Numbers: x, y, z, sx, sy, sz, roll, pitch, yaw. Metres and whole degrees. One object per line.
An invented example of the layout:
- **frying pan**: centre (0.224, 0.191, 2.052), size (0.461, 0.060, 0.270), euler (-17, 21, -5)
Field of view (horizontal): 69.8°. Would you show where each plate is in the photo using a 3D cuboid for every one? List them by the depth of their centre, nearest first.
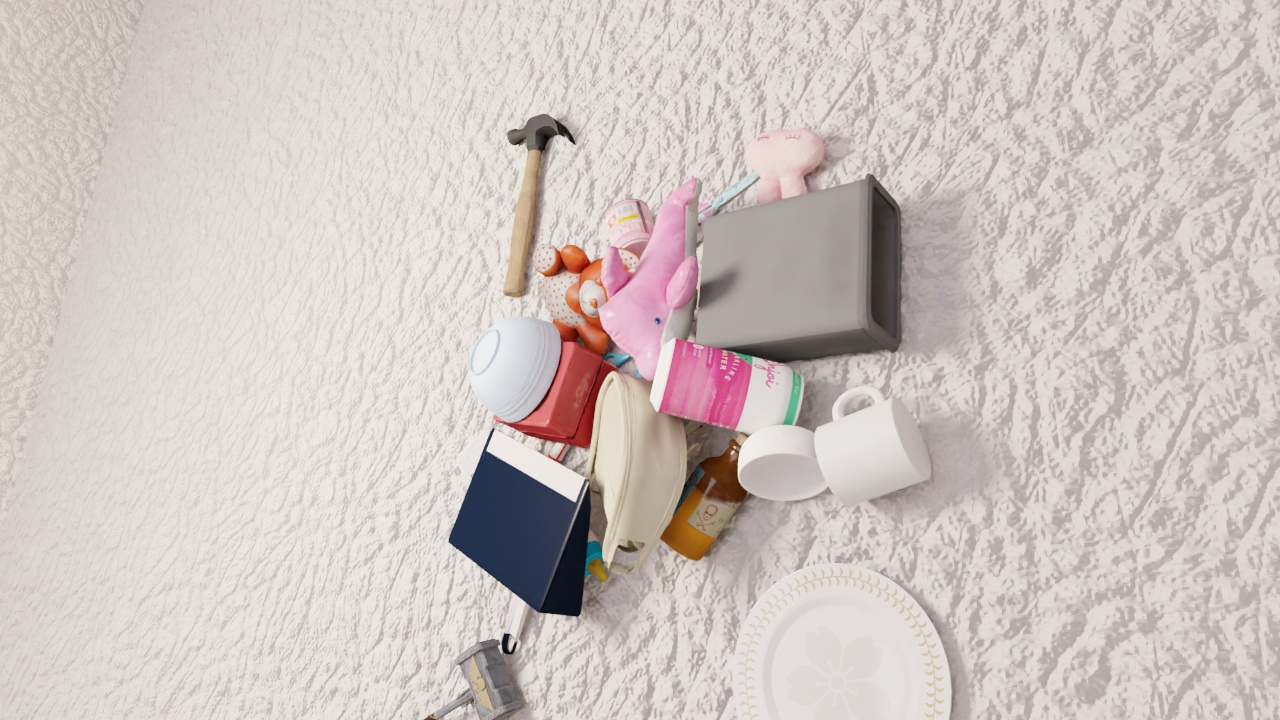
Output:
- **plate**: centre (0.206, 0.336, 0.962), size (0.243, 0.016, 0.242), euler (-14, 65, 32)

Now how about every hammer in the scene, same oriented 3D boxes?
- **hammer**: centre (-0.295, 0.497, 1.259), size (0.323, 0.044, 0.098), euler (-38, 66, 25)
- **hammer**: centre (-0.178, -0.249, 1.466), size (0.133, 0.040, 0.305), euler (-7, 70, 39)

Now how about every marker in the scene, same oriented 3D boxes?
- **marker**: centre (-0.097, 0.100, 1.279), size (0.019, 0.019, 0.145), euler (36, 96, 40)

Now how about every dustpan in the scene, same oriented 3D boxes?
- **dustpan**: centre (-0.156, 0.257, 1.214), size (0.236, 0.080, 0.273), euler (19, 88, 49)

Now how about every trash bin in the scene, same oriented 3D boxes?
- **trash bin**: centre (0.187, -0.098, 1.092), size (0.220, 0.097, 0.191), euler (-8, 68, 36)

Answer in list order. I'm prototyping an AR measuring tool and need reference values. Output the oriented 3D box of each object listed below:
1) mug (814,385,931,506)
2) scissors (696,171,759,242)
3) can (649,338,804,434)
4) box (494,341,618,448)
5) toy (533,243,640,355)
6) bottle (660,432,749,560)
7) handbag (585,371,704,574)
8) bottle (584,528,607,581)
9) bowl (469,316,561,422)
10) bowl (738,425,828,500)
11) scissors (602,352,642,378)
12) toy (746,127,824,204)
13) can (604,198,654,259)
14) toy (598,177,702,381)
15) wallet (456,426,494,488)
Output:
- **mug**: centre (0.244, 0.084, 0.981), size (0.090, 0.091, 0.121), euler (-26, 60, 27)
- **scissors**: centre (0.101, -0.211, 1.255), size (0.174, 0.017, 0.076), euler (-32, 53, 19)
- **can**: centre (0.099, 0.033, 1.065), size (0.166, 0.088, 0.088), euler (13, 79, 0)
- **box**: centre (-0.116, 0.048, 1.261), size (0.159, 0.086, 0.129), euler (2, 70, 53)
- **toy**: centre (-0.070, -0.087, 1.276), size (0.173, 0.092, 0.164), euler (1, 105, 37)
- **bottle**: centre (0.087, 0.156, 1.088), size (0.068, 0.067, 0.157), euler (39, 98, 40)
- **handbag**: centre (0.007, 0.133, 1.117), size (0.229, 0.132, 0.184), euler (-115, 43, -71)
- **bottle**: centre (-0.085, 0.237, 1.197), size (0.051, 0.051, 0.146), euler (-53, 50, 8)
- **bowl**: centre (-0.181, 0.001, 1.235), size (0.151, 0.074, 0.150), euler (-33, 43, 38)
- **bowl**: centre (0.161, 0.110, 1.029), size (0.105, 0.105, 0.054), euler (-21, 45, 29)
- **scissors**: centre (-0.007, 0.009, 1.251), size (0.136, 0.015, 0.125), euler (-34, 55, 25)
- **toy**: centre (0.185, -0.248, 1.184), size (0.108, 0.053, 0.105), euler (1, 89, 36)
- **can**: centre (-0.011, -0.178, 1.290), size (0.067, 0.067, 0.076), euler (-30, 57, 24)
- **toy**: centre (0.012, -0.106, 1.158), size (0.187, 0.128, 0.265), euler (124, 159, -70)
- **wallet**: centre (-0.225, 0.160, 1.345), size (0.086, 0.032, 0.116), euler (-48, 52, 10)
